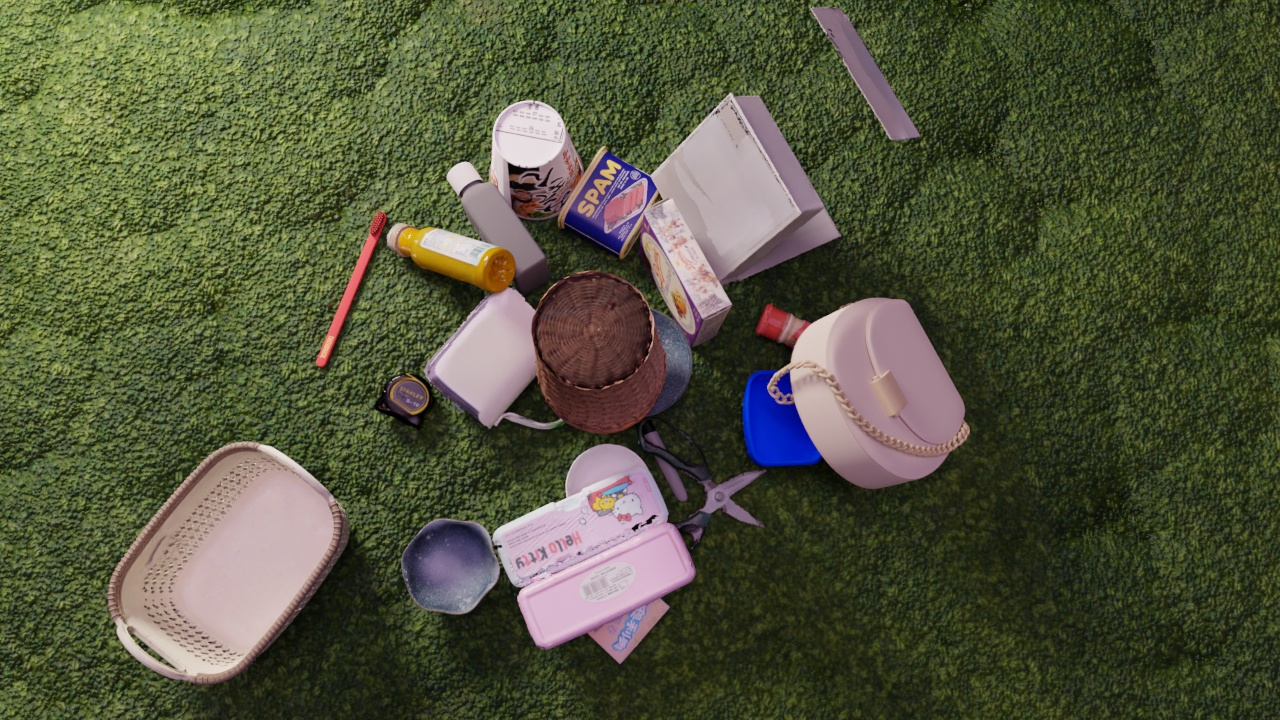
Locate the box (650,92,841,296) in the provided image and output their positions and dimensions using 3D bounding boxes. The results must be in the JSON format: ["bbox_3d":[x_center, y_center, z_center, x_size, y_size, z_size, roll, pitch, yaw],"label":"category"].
[{"bbox_3d":[0.175,-0.203,1.223,0.174,0.421,0.167,-31,79,22],"label":"box"}]

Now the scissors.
[{"bbox_3d":[0.051,0.149,1.101,0.201,0.015,0.202,-28,86,-17],"label":"scissors"}]

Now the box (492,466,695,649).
[{"bbox_3d":[-0.053,0.223,1.048,0.201,0.038,0.152,-24,80,-7],"label":"box"}]

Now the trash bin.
[{"bbox_3d":[-0.041,-0.010,0.986,0.151,0.210,0.151,0,78,-2],"label":"trash bin"}]

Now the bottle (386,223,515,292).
[{"bbox_3d":[-0.233,-0.128,1.107,0.186,0.053,0.053,20,76,34],"label":"bottle"}]

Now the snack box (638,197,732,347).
[{"bbox_3d":[0.050,-0.101,1.102,0.040,0.143,0.148,-27,80,-8],"label":"snack box"}]

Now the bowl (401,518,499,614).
[{"bbox_3d":[-0.217,0.239,1.066,0.110,0.055,0.110,0,77,-2],"label":"bowl"}]

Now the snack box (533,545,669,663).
[{"bbox_3d":[-0.050,0.270,1.076,0.151,0.034,0.087,42,80,7],"label":"snack box"}]

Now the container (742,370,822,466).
[{"bbox_3d":[0.171,0.073,1.112,0.096,0.058,0.114,-2,78,-2],"label":"container"}]

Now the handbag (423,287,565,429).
[{"bbox_3d":[-0.155,0.017,1.119,0.176,0.074,0.151,41,80,-13],"label":"handbag"}]

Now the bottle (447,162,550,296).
[{"bbox_3d":[-0.180,-0.170,1.140,0.046,0.084,0.174,-34,80,-9],"label":"bottle"}]

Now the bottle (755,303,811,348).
[{"bbox_3d":[0.199,-0.032,1.144,0.109,0.044,0.044,24,78,3],"label":"bottle"}]

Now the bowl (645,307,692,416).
[{"bbox_3d":[-0.007,0.007,1.121,0.137,0.057,0.137,0,77,-1],"label":"bowl"}]

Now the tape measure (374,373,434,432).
[{"bbox_3d":[-0.283,0.046,1.116,0.061,0.034,0.061,30,83,-8],"label":"tape measure"}]

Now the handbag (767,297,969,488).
[{"bbox_3d":[0.271,0.038,1.072,0.208,0.104,0.210,-30,91,-38],"label":"handbag"}]

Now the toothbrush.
[{"bbox_3d":[-0.363,-0.092,1.150,0.012,0.018,0.212,18,78,2],"label":"toothbrush"}]

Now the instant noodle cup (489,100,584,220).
[{"bbox_3d":[-0.133,-0.254,1.139,0.123,0.122,0.123,0,78,-2],"label":"instant noodle cup"}]

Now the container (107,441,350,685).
[{"bbox_3d":[-0.440,0.221,1.018,0.184,0.143,0.246,36,79,6],"label":"container"}]

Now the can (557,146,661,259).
[{"bbox_3d":[-0.036,-0.197,1.164,0.092,0.056,0.116,30,79,3],"label":"can"}]

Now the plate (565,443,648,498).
[{"bbox_3d":[-0.039,0.153,1.101,0.104,0.026,0.104,2,78,-10],"label":"plate"}]

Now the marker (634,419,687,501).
[{"bbox_3d":[0.020,0.111,1.123,0.022,0.016,0.138,-30,80,24],"label":"marker"}]
